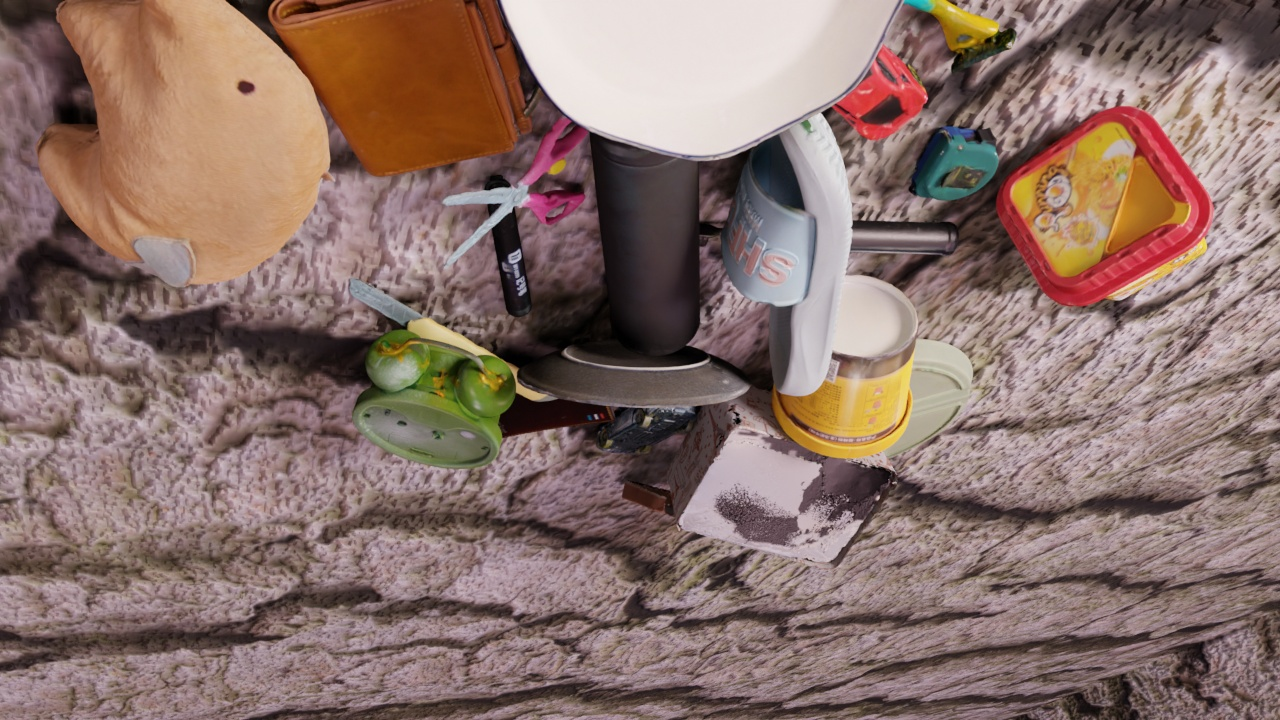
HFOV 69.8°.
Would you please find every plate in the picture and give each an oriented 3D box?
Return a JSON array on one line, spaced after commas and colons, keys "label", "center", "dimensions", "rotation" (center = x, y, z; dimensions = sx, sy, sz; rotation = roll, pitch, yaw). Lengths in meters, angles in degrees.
[{"label": "plate", "center": [-0.004, 0.004, 0.699], "dimensions": [0.179, 0.024, 0.179], "rotation": [3, -170, -1]}, {"label": "plate", "center": [0.225, 0.054, 0.929], "dimensions": [0.230, 0.027, 0.231], "rotation": [-9, 147, -6]}, {"label": "plate", "center": [0.031, -0.196, 0.417], "dimensions": [0.204, 0.045, 0.205], "rotation": [-8, 125, -12]}]

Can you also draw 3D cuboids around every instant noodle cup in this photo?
[{"label": "instant noodle cup", "center": [0.172, 0.002, 0.758], "dimensions": [0.118, 0.118, 0.115], "rotation": [-9, 140, -4]}, {"label": "instant noodle cup", "center": [0.341, -0.101, 0.662], "dimensions": [0.116, 0.116, 0.123], "rotation": [-36, 152, 32]}]

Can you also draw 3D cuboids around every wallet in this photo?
[{"label": "wallet", "center": [-0.113, -0.151, 0.491], "dimensions": [0.119, 0.035, 0.131], "rotation": [-15, 158, -1]}, {"label": "wallet", "center": [-0.088, 0.038, 0.816], "dimensions": [0.122, 0.020, 0.096], "rotation": [-10, 147, 2]}]

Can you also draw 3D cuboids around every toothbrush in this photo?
[{"label": "toothbrush", "center": [0.132, -0.092, 0.679], "dimensions": [0.212, 0.026, 0.027], "rotation": [-1, 147, -11]}]

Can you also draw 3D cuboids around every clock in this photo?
[{"label": "clock", "center": [-0.159, 0.029, 0.714], "dimensions": [0.116, 0.056, 0.162], "rotation": [16, 149, -10]}]

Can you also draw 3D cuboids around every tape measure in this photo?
[{"label": "tape measure", "center": [0.221, -0.136, 0.640], "dimensions": [0.054, 0.025, 0.058], "rotation": [-1, 147, -14]}]

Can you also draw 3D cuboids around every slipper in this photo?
[{"label": "slipper", "center": [0.091, -0.069, 0.613], "dimensions": [0.074, 0.103, 0.246], "rotation": [-6, 137, 1]}]

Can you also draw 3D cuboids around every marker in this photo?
[{"label": "marker", "center": [-0.092, -0.076, 0.638], "dimensions": [0.020, 0.022, 0.132], "rotation": [-14, 149, -9]}]

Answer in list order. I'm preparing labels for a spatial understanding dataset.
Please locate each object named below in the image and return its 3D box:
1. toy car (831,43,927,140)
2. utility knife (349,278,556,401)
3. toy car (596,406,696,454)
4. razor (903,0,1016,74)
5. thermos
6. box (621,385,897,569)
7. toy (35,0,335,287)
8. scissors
[{"label": "toy car", "center": [0.130, -0.171, 0.555], "dimensions": [0.049, 0.031, 0.106], "rotation": [-36, 138, 31]}, {"label": "utility knife", "center": [-0.141, -0.009, 0.715], "dimensions": [0.031, 0.021, 0.208], "rotation": [-31, 140, 29]}, {"label": "toy car", "center": [0.004, 0.059, 0.861], "dimensions": [0.054, 0.036, 0.121], "rotation": [10, 151, -30]}, {"label": "razor", "center": [0.155, -0.199, 0.520], "dimensions": [0.132, 0.028, 0.043], "rotation": [8, 174, -31]}, {"label": "thermos", "center": [0.016, -0.095, 0.591], "dimensions": [0.090, 0.068, 0.243], "rotation": [7, 148, 7]}, {"label": "box", "center": [0.104, 0.133, 0.896], "dimensions": [0.179, 0.132, 0.272], "rotation": [17, 147, -16]}, {"label": "toy", "center": [-0.222, -0.126, 0.461], "dimensions": [0.143, 0.082, 0.227], "rotation": [22, 136, -22]}, {"label": "scissors", "center": [-0.072, -0.102, 0.568], "dimensions": [0.133, 0.017, 0.131], "rotation": [-45, 164, 2]}]
